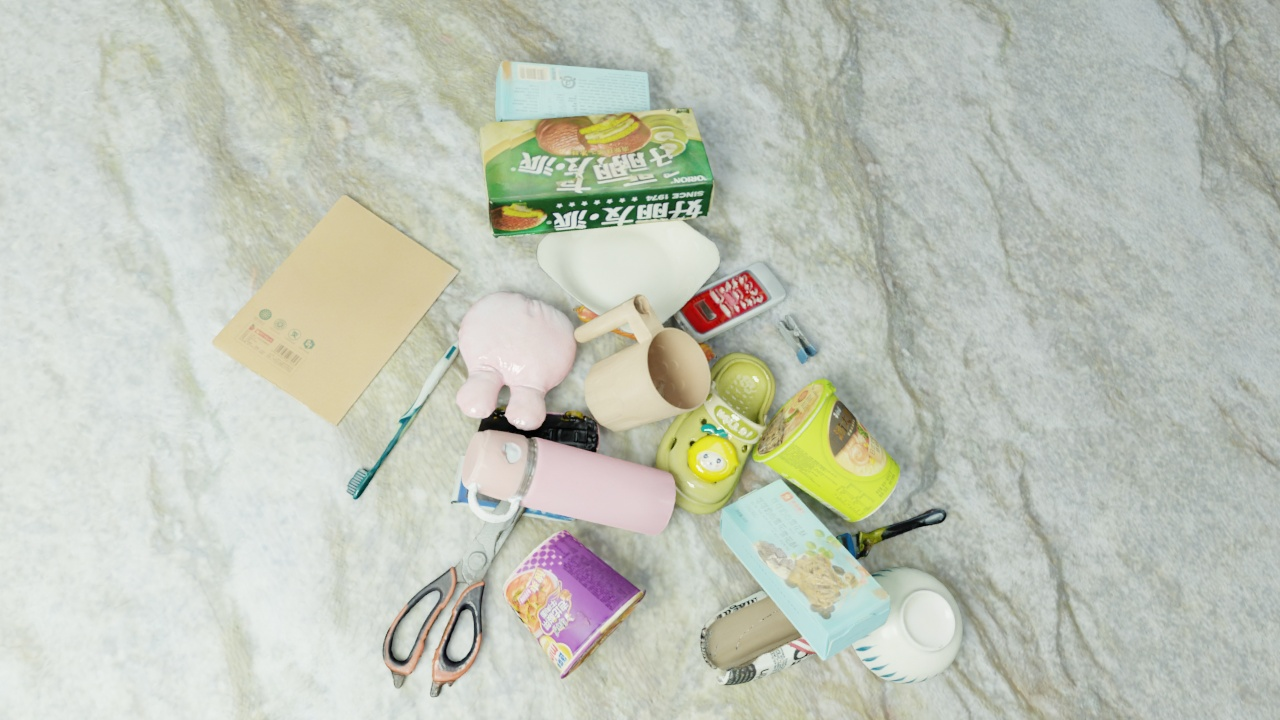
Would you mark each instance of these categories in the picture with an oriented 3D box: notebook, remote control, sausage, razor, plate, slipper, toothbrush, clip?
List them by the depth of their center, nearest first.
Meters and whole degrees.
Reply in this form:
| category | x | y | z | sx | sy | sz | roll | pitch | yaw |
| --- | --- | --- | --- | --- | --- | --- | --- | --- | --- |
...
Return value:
| category | x | y | z | sx | sy | sz | roll | pitch | yaw |
| --- | --- | --- | --- | --- | --- | --- | --- | --- | --- |
| remote control | -0.121 | 0.128 | 0.906 | 0.125 | 0.024 | 0.049 | 12 | 70 | -10 |
| toothbrush | -0.233 | 0.054 | 0.911 | 0.018 | 0.016 | 0.191 | 27 | 68 | 8 |
| notebook | -0.306 | -0.055 | 0.934 | 0.148 | 0.008 | 0.207 | 34 | 68 | -1 |
| slipper | 0.085 | 0.064 | 0.947 | 0.091 | 0.082 | 0.190 | 30 | 65 | 1 |
| razor | 0.267 | 0.183 | 0.979 | 0.142 | 0.022 | 0.043 | -16 | 103 | -20 |
| sausage | 0.006 | -0.029 | 0.990 | 0.165 | 0.021 | 0.021 | 19 | 68 | -7 |
| plate | -0.014 | -0.106 | 0.994 | 0.164 | 0.034 | 0.163 | 39 | 62 | 12 |
| remote control | 0.099 | -0.066 | 1.014 | 0.135 | 0.020 | 0.056 | -26 | 69 | -26 |
| clip | 0.174 | -0.025 | 1.028 | 0.038 | 0.026 | 0.058 | -34 | 78 | -13 |

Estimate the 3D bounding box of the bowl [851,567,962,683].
| category | x | y | z | sx | sy | sz | roll | pitch | yaw |
| --- | --- | --- | --- | --- | --- | --- | --- | --- | --- |
| bowl | 0.276 | 0.266 | 0.929 | 0.116 | 0.066 | 0.116 | 4 | 70 | -12 |

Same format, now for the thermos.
| category | x | y | z | sx | sy | sz | roll | pitch | yaw |
| --- | --- | --- | --- | --- | --- | --- | --- | --- | --- |
| thermos | -0.067 | 0.123 | 0.862 | 0.198 | 0.067 | 0.087 | 17 | 56 | -24 |

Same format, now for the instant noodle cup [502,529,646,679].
| category | x | y | z | sx | sy | sz | roll | pitch | yaw |
| --- | --- | --- | --- | --- | --- | --- | --- | --- | --- |
| instant noodle cup | -0.067 | 0.220 | 0.848 | 0.099 | 0.112 | 0.111 | 41 | 67 | 13 |

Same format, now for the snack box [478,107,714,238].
| category | x | y | z | sx | sy | sz | roll | pitch | yaw |
| --- | --- | --- | --- | --- | --- | --- | --- | --- | --- |
| snack box | -0.049 | -0.203 | 0.987 | 0.240 | 0.063 | 0.114 | -6 | 57 | -8 |

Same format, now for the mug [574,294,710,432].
| category | x | y | z | sx | sy | sz | roll | pitch | yaw |
| --- | --- | --- | --- | --- | --- | --- | --- | --- | --- |
| mug | -0.005 | 0.005 | 0.913 | 0.084 | 0.104 | 0.124 | -38 | 100 | -43 |

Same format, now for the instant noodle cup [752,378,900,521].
| category | x | y | z | sx | sy | sz | roll | pitch | yaw |
| --- | --- | --- | --- | --- | --- | --- | --- | --- | --- |
| instant noodle cup | 0.199 | 0.100 | 0.952 | 0.123 | 0.112 | 0.111 | 41 | 68 | -6 |

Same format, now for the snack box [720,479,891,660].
| category | x | y | z | sx | sy | sz | roll | pitch | yaw |
| --- | --- | --- | --- | --- | --- | --- | --- | --- | --- |
| snack box | 0.155 | 0.198 | 0.889 | 0.074 | 0.052 | 0.175 | -24 | 46 | -20 |

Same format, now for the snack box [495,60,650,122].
| category | x | y | z | sx | sy | sz | roll | pitch | yaw |
| --- | --- | --- | --- | --- | --- | --- | --- | --- | --- |
| snack box | -0.076 | -0.289 | 1.043 | 0.174 | 0.052 | 0.074 | 0 | 73 | -12 |

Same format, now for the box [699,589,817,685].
| category | x | y | z | sx | sy | sz | roll | pitch | yaw |
| --- | --- | --- | --- | --- | --- | --- | --- | --- | --- |
| box | 0.135 | 0.258 | 0.902 | 0.162 | 0.076 | 0.087 | -21 | 64 | -18 |

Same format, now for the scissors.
| category | x | y | z | sx | sy | sz | roll | pitch | yaw |
| --- | --- | --- | --- | --- | --- | --- | --- | --- | --- |
| scissors | -0.150 | 0.210 | 0.864 | 0.208 | 0.015 | 0.185 | -19 | 83 | -13 |

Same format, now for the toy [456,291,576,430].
| category | x | y | z | sx | sy | sz | roll | pitch | yaw |
| --- | --- | --- | --- | --- | --- | --- | --- | --- | --- |
| toy | -0.129 | -0.001 | 0.922 | 0.121 | 0.054 | 0.159 | 16 | 52 | -5 |

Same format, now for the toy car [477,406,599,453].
| category | x | y | z | sx | sy | sz | roll | pitch | yaw |
| --- | --- | --- | --- | --- | --- | --- | --- | --- | --- |
| toy car | -0.102 | 0.078 | 0.923 | 0.122 | 0.037 | 0.056 | 4 | 66 | -1 |
